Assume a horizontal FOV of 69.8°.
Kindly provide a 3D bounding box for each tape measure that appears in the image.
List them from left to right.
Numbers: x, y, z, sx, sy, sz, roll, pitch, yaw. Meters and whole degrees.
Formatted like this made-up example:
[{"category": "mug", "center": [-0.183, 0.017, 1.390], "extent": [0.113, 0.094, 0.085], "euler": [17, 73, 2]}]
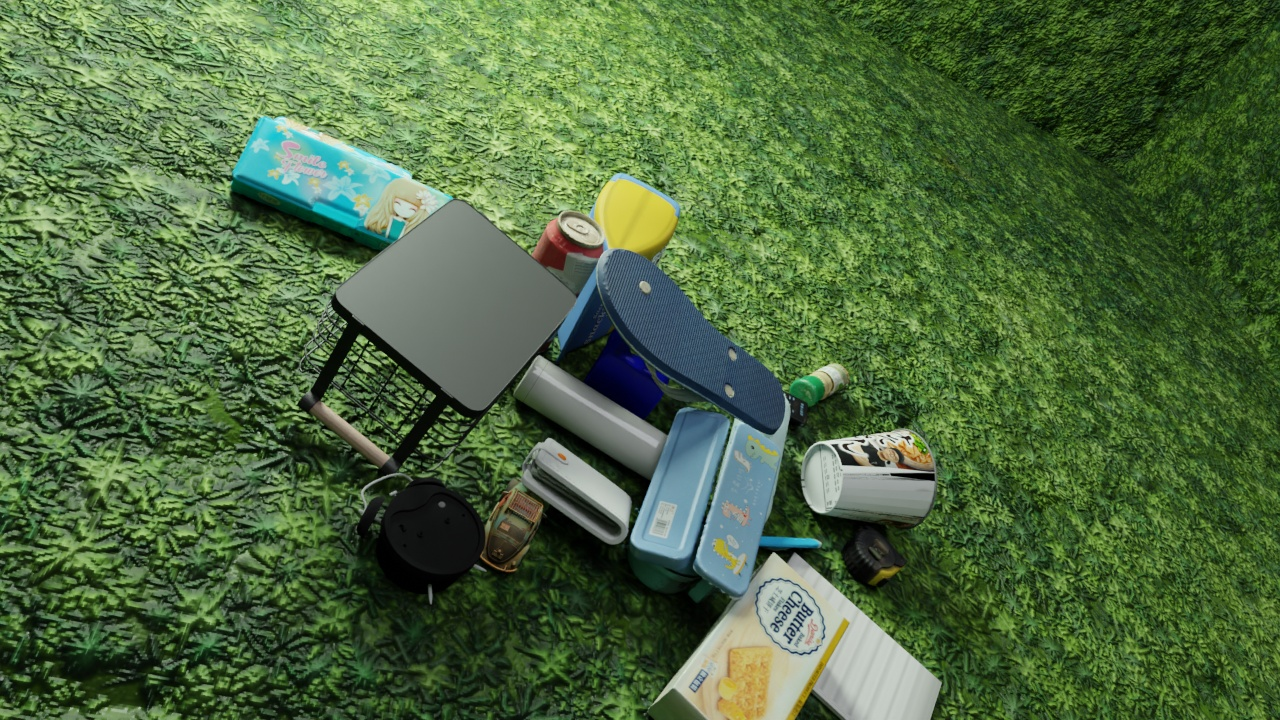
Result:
[{"category": "tape measure", "center": [0.270, 0.228, 1.073], "extent": [0.062, 0.038, 0.067], "euler": [-19, 63, -48]}]

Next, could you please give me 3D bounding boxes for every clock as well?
[{"category": "clock", "center": [-0.191, 0.146, 0.794], "extent": [0.120, 0.043, 0.091], "euler": [47, 38, 15]}, {"category": "clock", "center": [0.043, 0.195, 0.918], "extent": [0.124, 0.053, 0.089], "euler": [31, 37, -5]}]

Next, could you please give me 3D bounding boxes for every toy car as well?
[{"category": "toy car", "center": [-0.113, 0.145, 0.853], "extent": [0.047, 0.047, 0.111], "euler": [33, 33, -7]}]

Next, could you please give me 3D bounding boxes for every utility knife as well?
[{"category": "utility knife", "center": [0.134, 0.201, 1.012], "extent": [0.174, 0.031, 0.015], "euler": [10, 84, -29]}]

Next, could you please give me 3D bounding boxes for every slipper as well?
[{"category": "slipper", "center": [0.049, -0.005, 1.006], "extent": [0.295, 0.060, 0.118], "euler": [37, 44, -27]}]

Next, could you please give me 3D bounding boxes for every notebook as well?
[{"category": "notebook", "center": [0.217, 0.312, 0.962], "extent": [0.210, 0.009, 0.142], "euler": [41, 36, 8]}]

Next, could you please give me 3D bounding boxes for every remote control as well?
[{"category": "remote control", "center": [0.150, 0.042, 1.199], "extent": [0.150, 0.022, 0.047], "euler": [28, 38, -8]}]

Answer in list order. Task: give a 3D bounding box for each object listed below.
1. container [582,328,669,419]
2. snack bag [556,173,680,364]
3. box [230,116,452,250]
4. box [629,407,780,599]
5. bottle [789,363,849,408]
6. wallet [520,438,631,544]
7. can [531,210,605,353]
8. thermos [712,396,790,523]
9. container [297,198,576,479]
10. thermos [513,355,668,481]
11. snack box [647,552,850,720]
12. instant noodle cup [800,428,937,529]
[{"category": "container", "center": [-0.006, 0.006, 1.061], "extent": [0.085, 0.085, 0.113], "euler": [34, 38, -4]}, {"category": "snack bag", "center": [-0.041, -0.105, 1.094], "extent": [0.102, 0.159, 0.204], "euler": [28, 38, -5]}, {"category": "box", "center": [-0.332, -0.215, 1.067], "extent": [0.227, 0.072, 0.181], "euler": [22, 40, -17]}, {"category": "box", "center": [0.072, 0.132, 0.923], "extent": [0.127, 0.034, 0.208], "euler": [21, 43, 3]}, {"category": "bottle", "center": [0.248, 0.034, 1.268], "extent": [0.043, 0.043, 0.110], "euler": [49, 37, 17]}, {"category": "wallet", "center": [-0.060, 0.124, 0.912], "extent": [0.118, 0.037, 0.115], "euler": [36, 8, -4]}, {"category": "can", "center": [-0.100, -0.083, 1.012], "extent": [0.067, 0.171, 0.067], "euler": [21, 38, -18]}, {"category": "thermos", "center": [0.130, 0.113, 1.063], "extent": [0.065, 0.078, 0.206], "euler": [4, 33, 14]}, {"category": "container", "center": [-0.192, -0.023, 0.881], "extent": [0.163, 0.131, 0.240], "euler": [40, 41, -5]}, {"category": "thermos", "center": [-0.029, 0.075, 0.992], "extent": [0.224, 0.052, 0.052], "euler": [32, 37, -5]}, {"category": "snack box", "center": [0.107, 0.284, 0.854], "extent": [0.104, 0.058, 0.207], "euler": [42, 41, 9]}, {"category": "instant noodle cup", "center": [0.269, 0.143, 1.111], "extent": [0.121, 0.124, 0.123], "euler": [4, 46, -23]}]
